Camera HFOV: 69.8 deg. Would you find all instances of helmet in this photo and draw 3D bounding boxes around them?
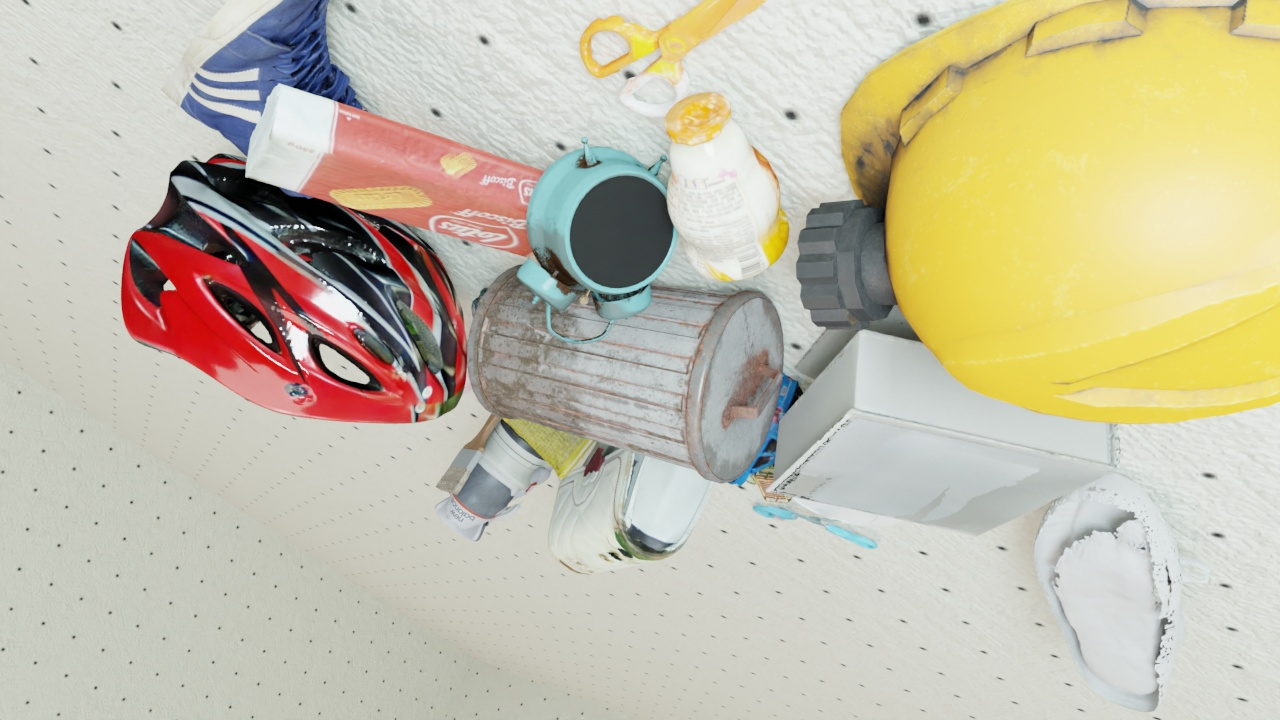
[{"bbox_3d":[-0.253,-0.050,0.716,0.272,0.217,0.167,28,109,-7],"label":"helmet"},{"bbox_3d":[0.193,-0.041,0.397,0.256,0.131,0.205,2,144,39],"label":"helmet"}]

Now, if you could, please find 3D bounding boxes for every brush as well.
[{"bbox_3d":[-0.146,0.065,0.880,0.008,0.142,0.045,41,160,-24],"label":"brush"}]

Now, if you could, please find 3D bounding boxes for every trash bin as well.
[{"bbox_3d":[-0.004,0.004,0.659,0.211,0.130,0.131,12,151,30],"label":"trash bin"}]

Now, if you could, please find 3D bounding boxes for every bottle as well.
[{"bbox_3d":[0.045,-0.095,0.510,0.063,0.063,0.108,11,149,28],"label":"bottle"}]

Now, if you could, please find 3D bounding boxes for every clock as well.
[{"bbox_3d":[-0.025,-0.068,0.556,0.090,0.124,0.053,6,-164,-27],"label":"clock"}]

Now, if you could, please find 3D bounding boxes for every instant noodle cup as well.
[{"bbox_3d":[-0.085,0.040,0.845,0.108,0.102,0.102,37,153,-2],"label":"instant noodle cup"}]

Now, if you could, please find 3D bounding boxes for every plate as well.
[{"bbox_3d":[0.178,0.125,0.847,0.134,0.011,0.135,21,153,11],"label":"plate"}]

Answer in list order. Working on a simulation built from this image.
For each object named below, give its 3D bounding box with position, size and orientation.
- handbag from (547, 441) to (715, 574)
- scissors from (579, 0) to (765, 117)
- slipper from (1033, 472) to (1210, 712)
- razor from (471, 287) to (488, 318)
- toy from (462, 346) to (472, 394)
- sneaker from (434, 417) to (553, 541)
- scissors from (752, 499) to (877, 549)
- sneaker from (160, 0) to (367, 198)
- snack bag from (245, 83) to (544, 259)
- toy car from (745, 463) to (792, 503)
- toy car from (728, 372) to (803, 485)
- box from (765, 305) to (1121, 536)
[{"bbox_3d":[-0.015,0.135,0.896,0.096,0.141,0.199,35,152,-12],"label":"handbag"},{"bbox_3d":[0.023,-0.159,0.466,0.070,0.013,0.131,41,151,-30],"label":"scissors"},{"bbox_3d":[0.366,0.173,0.693,0.112,0.074,0.247,-2,133,34],"label":"slipper"},{"bbox_3d":[-0.078,-0.018,0.786,0.143,0.052,0.047,25,157,-20],"label":"razor"},{"bbox_3d":[-0.178,0.008,0.918,0.110,0.047,0.063,5,151,17],"label":"toy"},{"bbox_3d":[-0.159,0.127,0.969,0.089,0.124,0.240,40,170,2],"label":"sneaker"},{"bbox_3d":[0.171,0.162,0.907,0.135,0.015,0.135,24,170,-18],"label":"scissors"},{"bbox_3d":[-0.209,-0.166,0.572,0.234,0.091,0.118,-7,134,49],"label":"sneaker"},{"bbox_3d":[-0.121,-0.107,0.571,0.225,0.041,0.078,15,162,-30],"label":"snack bag"},{"bbox_3d":[0.119,0.098,0.802,0.112,0.047,0.047,0,126,42],"label":"toy car"},{"bbox_3d":[0.095,0.059,0.735,0.043,0.056,0.120,26,140,2],"label":"toy car"},{"bbox_3d":[0.245,-0.071,0.663,0.172,0.402,0.169,25,154,1],"label":"box"}]
